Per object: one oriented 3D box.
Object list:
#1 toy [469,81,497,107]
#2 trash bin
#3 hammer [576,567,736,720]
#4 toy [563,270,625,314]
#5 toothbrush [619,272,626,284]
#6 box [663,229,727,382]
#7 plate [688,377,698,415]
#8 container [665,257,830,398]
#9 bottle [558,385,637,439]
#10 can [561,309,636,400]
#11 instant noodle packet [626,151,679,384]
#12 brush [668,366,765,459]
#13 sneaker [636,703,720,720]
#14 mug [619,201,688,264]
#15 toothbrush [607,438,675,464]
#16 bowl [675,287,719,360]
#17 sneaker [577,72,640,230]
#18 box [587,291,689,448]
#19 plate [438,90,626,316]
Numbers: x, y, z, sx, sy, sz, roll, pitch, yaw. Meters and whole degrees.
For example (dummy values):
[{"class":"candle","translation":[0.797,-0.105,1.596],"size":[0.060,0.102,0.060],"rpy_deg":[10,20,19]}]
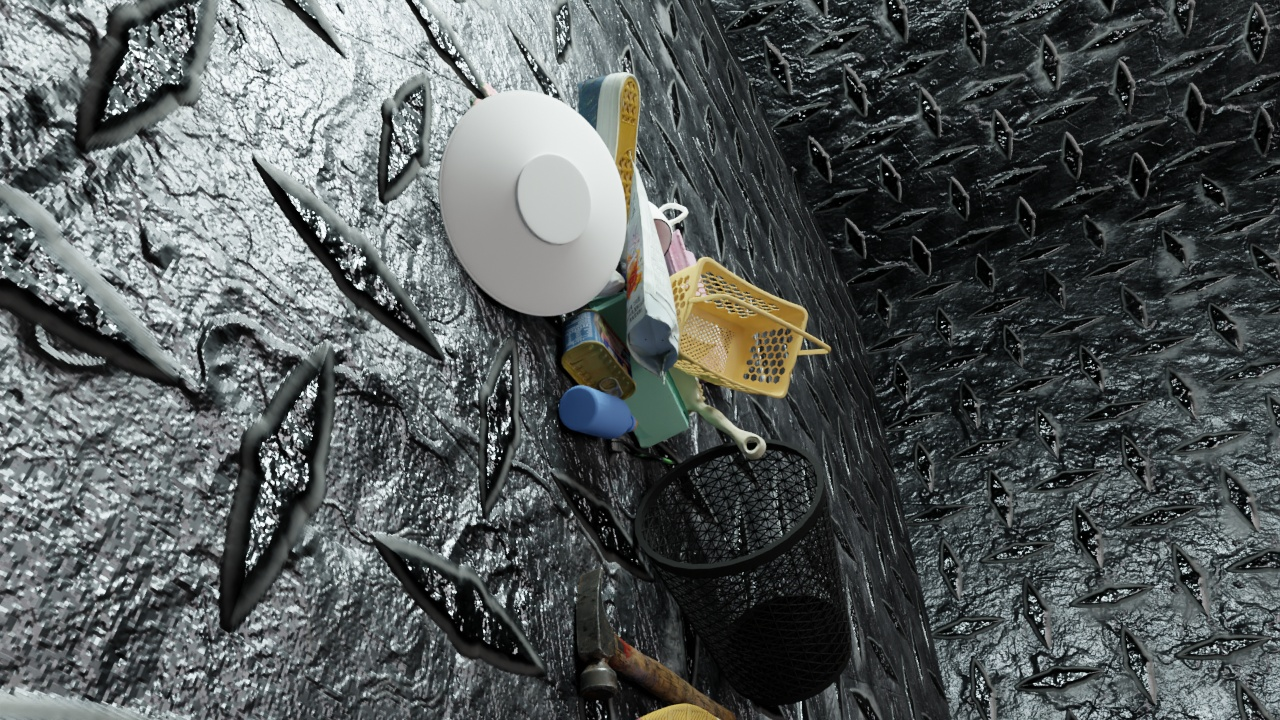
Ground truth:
[{"class":"toy","translation":[-0.148,-0.262,1.035],"size":[0.112,0.050,0.087],"rpy_deg":[55,25,-23]},{"class":"trash bin","translation":[0.137,0.254,1.070],"size":[0.216,0.217,0.243],"rpy_deg":[-74,146,-58]},{"class":"hammer","translation":[0.027,0.329,0.951],"size":[0.330,0.033,0.119],"rpy_deg":[50,27,-45]},{"class":"toy","translation":[-0.093,-0.161,1.005],"size":[0.137,0.086,0.209],"rpy_deg":[-26,103,-43]},{"class":"toothbrush","translation":[-0.058,-0.117,1.170],"size":[0.189,0.017,0.016],"rpy_deg":[13,58,-67]},{"class":"box","translation":[0.085,-0.078,1.464],"size":[0.180,0.055,0.232],"rpy_deg":[27,45,-76]},{"class":"plate","translation":[0.055,-0.003,1.352],"size":[0.173,0.019,0.172],"rpy_deg":[52,26,-40]},{"class":"container","translation":[0.120,-0.034,1.130],"size":[0.183,0.167,0.129],"rpy_deg":[24,74,-31]},{"class":"bottle","translation":[-0.038,0.061,1.005],"size":[0.131,0.048,0.048],"rpy_deg":[25,48,-63]},{"class":"can","translation":[-0.048,-0.003,1.029],"size":[0.100,0.054,0.059],"rpy_deg":[52,20,-39]},{"class":"instant noodle packet","translation":[0.005,-0.112,1.080],"size":[0.147,0.057,0.268],"rpy_deg":[76,6,-47]},{"class":"brush","translation":[0.086,0.066,1.149],"size":[0.077,0.062,0.272],"rpy_deg":[30,4,-27]},{"class":"sneaker","translation":[0.054,0.409,0.896],"size":[0.241,0.091,0.116],"rpy_deg":[26,39,-36]},{"class":"mug","translation":[0.007,-0.183,1.256],"size":[0.076,0.123,0.090],"rpy_deg":[42,-23,44]},{"class":"toothbrush","translation":[0.004,0.116,1.117],"size":[0.188,0.014,0.017],"rpy_deg":[30,57,-61]},{"class":"bowl","translation":[0.039,-0.049,1.262],"size":[0.131,0.064,0.131],"rpy_deg":[33,26,-19]},{"class":"sneaker","translation":[-0.056,-0.249,1.178],"size":[0.087,0.079,0.235],"rpy_deg":[-1,99,-65]},{"class":"box","translation":[-0.005,0.004,1.124],"size":[0.189,0.077,0.079],"rpy_deg":[63,5,-18]},{"class":"plate","translation":[-0.094,-0.160,0.924],"size":[0.229,0.030,0.229],"rpy_deg":[3,86,-40]}]
